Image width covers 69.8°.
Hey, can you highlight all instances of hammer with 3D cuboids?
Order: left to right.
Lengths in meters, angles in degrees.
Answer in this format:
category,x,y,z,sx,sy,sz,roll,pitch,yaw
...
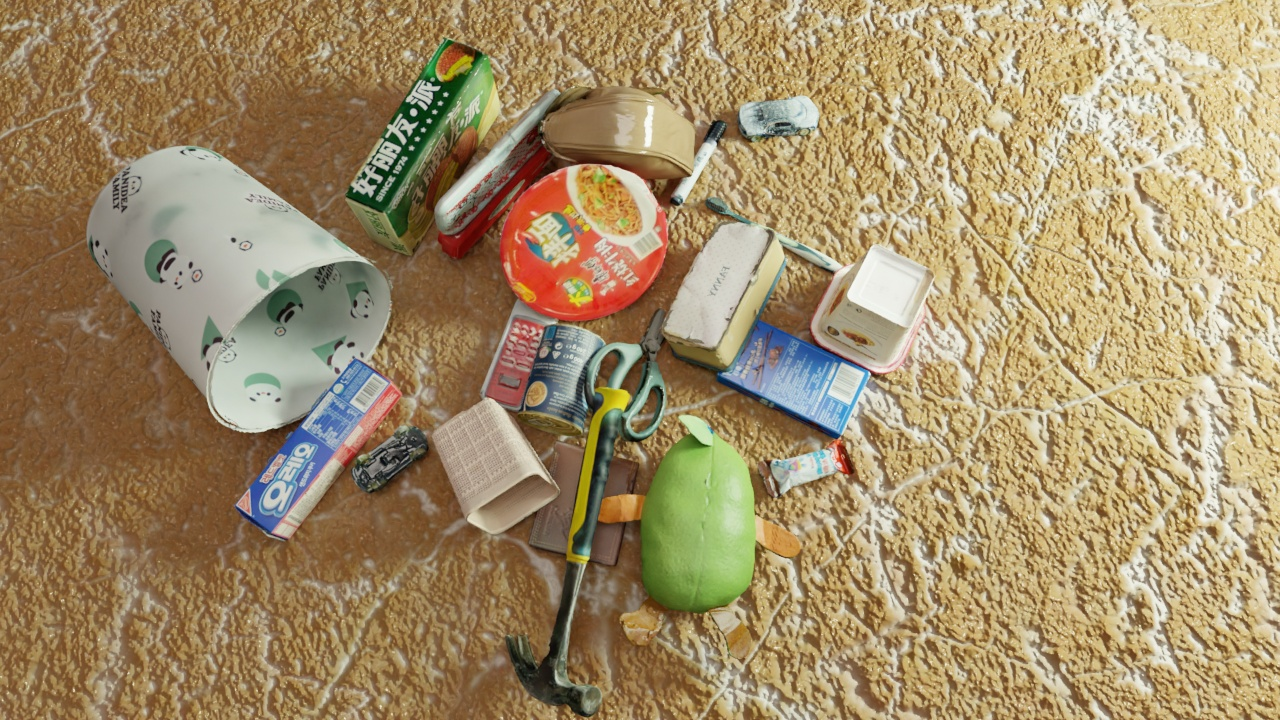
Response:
category,x,y,z,sx,sy,sz,roll,pitch,yaw
hammer,-0.065,0.186,0.948,0.126,0.032,0.323,2,77,41

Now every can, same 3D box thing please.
category,x,y,z,sx,sy,sz,roll,pitch,yaw
can,-0.088,0.021,1.032,0.075,0.075,0.111,13,72,4

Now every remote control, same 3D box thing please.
category,x,y,z,sx,sy,sz,roll,pitch,yaw
remote control,-0.140,-0.008,1.070,0.056,0.020,0.135,18,73,6

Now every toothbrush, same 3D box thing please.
category,x,y,z,sx,sy,sz,roll,pitch,yaw
toothbrush,0.163,-0.154,1.120,0.191,0.018,0.016,29,74,9

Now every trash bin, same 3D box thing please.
category,x,y,z,sx,sy,sz,roll,pitch,yaw
trash bin,-0.441,-0.087,0.997,0.252,0.230,0.229,38,76,17

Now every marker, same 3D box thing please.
category,x,y,z,sx,sy,sz,roll,pitch,yaw
marker,0.072,-0.249,1.151,0.022,0.018,0.130,26,73,16

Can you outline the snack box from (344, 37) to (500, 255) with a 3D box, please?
category,x,y,z,sx,sy,sz,roll,pitch,yaw
snack box,-0.255,-0.254,1.099,0.063,0.114,0.239,24,73,8

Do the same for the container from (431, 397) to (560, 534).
category,x,y,z,sx,sy,sz,roll,pitch,yaw
container,-0.159,0.111,0.986,0.090,0.090,0.111,-33,64,0

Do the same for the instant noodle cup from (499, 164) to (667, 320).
category,x,y,z,sx,sy,sz,roll,pitch,yaw
instant noodle cup,-0.068,-0.143,1.051,0.194,0.194,0.065,-15,35,-5

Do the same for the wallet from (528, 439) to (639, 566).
category,x,y,z,sx,sy,sz,roll,pitch,yaw
wallet,-0.062,0.158,1.013,0.101,0.032,0.124,12,72,6

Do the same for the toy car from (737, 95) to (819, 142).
category,x,y,z,sx,sy,sz,roll,pitch,yaw
toy car,0.176,-0.309,1.163,0.105,0.031,0.049,-8,73,-4

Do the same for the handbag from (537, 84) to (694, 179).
category,x,y,z,sx,sy,sz,roll,pitch,yaw
handbag,-0.018,-0.261,1.057,0.148,0.204,0.100,4,92,18

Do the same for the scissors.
category,x,y,z,sx,sy,sz,roll,pitch,yaw
scissors,-0.010,-0.001,1.041,0.139,0.019,0.179,32,62,-29

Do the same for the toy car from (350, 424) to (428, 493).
category,x,y,z,sx,sy,sz,roll,pitch,yaw
toy car,-0.278,0.111,1.024,0.090,0.034,0.043,-40,74,-14

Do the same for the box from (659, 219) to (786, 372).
category,x,y,z,sx,sy,sz,roll,pitch,yaw
box,0.094,-0.072,1.059,0.090,0.059,0.184,20,74,32

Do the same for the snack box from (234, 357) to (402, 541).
category,x,y,z,sx,sy,sz,roll,pitch,yaw
snack box,-0.353,0.098,1.015,0.057,0.058,0.207,32,75,9

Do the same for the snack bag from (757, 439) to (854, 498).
category,x,y,z,sx,sy,sz,roll,pitch,yaw
snack bag,0.186,0.120,1.029,0.105,0.026,0.045,-16,76,-3

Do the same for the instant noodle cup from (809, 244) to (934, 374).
category,x,y,z,sx,sy,sz,roll,pitch,yaw
instant noodle cup,0.266,-0.062,1.036,0.116,0.124,0.116,27,74,8

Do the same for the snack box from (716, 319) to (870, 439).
category,x,y,z,sx,sy,sz,roll,pitch,yaw
snack box,0.176,0.019,1.060,0.157,0.026,0.084,26,74,8

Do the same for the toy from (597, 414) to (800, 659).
category,x,y,z,sx,sy,sz,roll,pitch,yaw
toy,0.061,0.186,0.974,0.227,0.090,0.246,12,68,-9

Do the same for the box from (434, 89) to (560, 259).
category,x,y,z,sx,sy,sz,roll,pitch,yaw
box,-0.162,-0.213,1.065,0.038,0.158,0.200,41,76,-3
